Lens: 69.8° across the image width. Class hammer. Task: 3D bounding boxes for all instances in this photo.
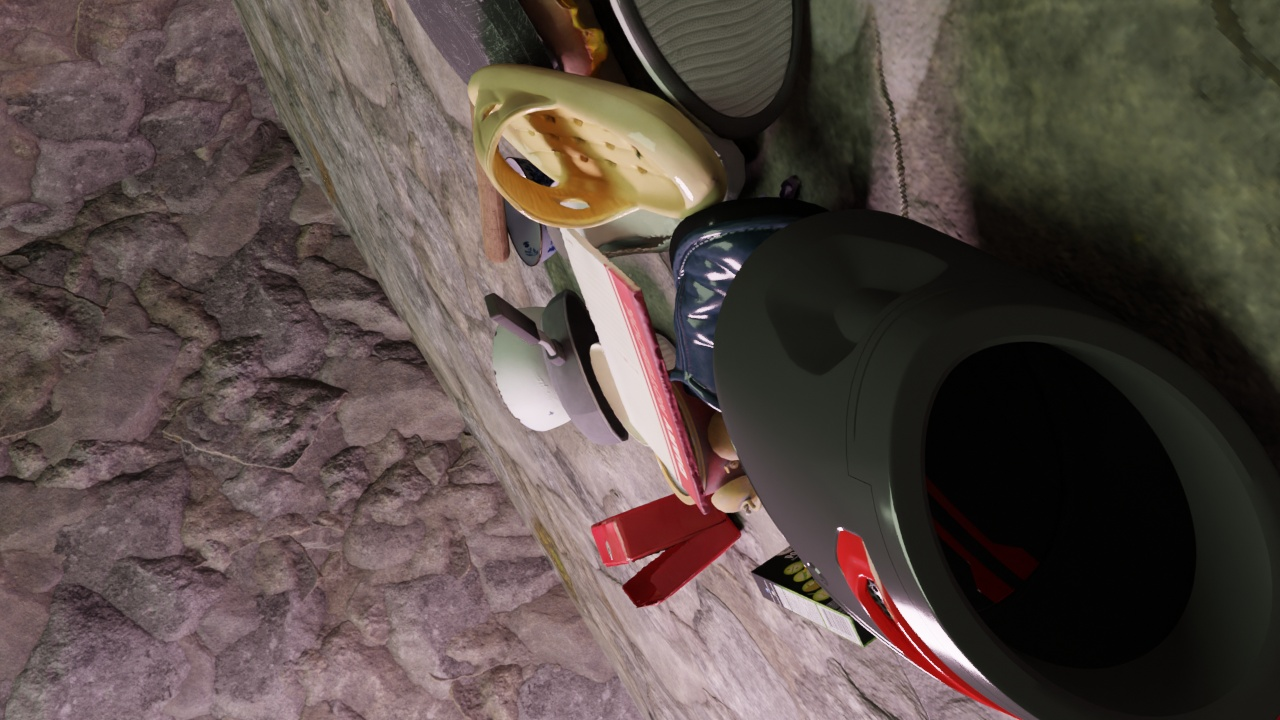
[{"bbox_3d":[-0.156,-0.241,0.909,0.129,0.040,0.322,47,147,45],"label":"hammer"}]

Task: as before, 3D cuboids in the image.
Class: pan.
[{"bbox_3d":[-0.085,-0.007,0.918,0.357,0.041,0.178,42,-152,-72],"label":"pan"},{"bbox_3d":[-0.113,-0.253,0.638,0.207,0.040,0.357,52,172,-14],"label":"pan"}]

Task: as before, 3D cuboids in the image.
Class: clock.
[{"bbox_3d":[0.068,0.062,0.772,0.159,0.081,0.117,-130,28,-53],"label":"clock"}]

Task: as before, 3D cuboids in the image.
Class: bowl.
[{"bbox_3d":[0.006,0.020,0.911,0.115,0.062,0.115,51,160,27],"label":"bowl"},{"bbox_3d":[-0.104,0.004,1.102,0.073,0.153,0.153,-14,109,28],"label":"bowl"},{"bbox_3d":[-0.105,-0.158,0.954,0.114,0.045,0.114,46,145,47],"label":"bowl"}]

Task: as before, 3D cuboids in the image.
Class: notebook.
[{"bbox_3d":[-0.004,0.004,0.717,0.153,0.012,0.209,47,160,55],"label":"notebook"}]

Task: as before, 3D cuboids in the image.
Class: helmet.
[{"bbox_3d":[0.142,0.047,0.414,0.264,0.164,0.170,50,174,2],"label":"helmet"}]

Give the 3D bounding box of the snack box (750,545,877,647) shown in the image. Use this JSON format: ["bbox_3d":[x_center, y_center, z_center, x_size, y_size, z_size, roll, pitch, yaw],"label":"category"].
[{"bbox_3d":[0.154,0.165,0.698,0.025,0.080,0.148,64,162,-8],"label":"snack box"}]

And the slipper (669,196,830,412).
[{"bbox_3d":[0.072,-0.004,0.588,0.266,0.109,0.083,89,180,-65],"label":"slipper"}]

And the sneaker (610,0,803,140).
[{"bbox_3d":[0.002,-0.243,0.491,0.263,0.096,0.128,66,174,-19],"label":"sneaker"}]

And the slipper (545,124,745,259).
[{"bbox_3d":[0.002,-0.121,0.684,0.112,0.074,0.247,55,159,-14],"label":"slipper"}]

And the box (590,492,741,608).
[{"bbox_3d":[0.024,0.196,1.027,0.112,0.134,0.158,57,162,9],"label":"box"}]

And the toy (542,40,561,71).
[{"bbox_3d":[-0.083,-0.248,0.796,0.112,0.030,0.049,118,150,-66],"label":"toy"}]

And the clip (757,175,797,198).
[{"bbox_3d":[0.082,-0.095,0.580,0.014,0.042,0.052,54,148,17],"label":"clip"}]

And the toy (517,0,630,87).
[{"bbox_3d":[-0.056,-0.258,0.622,0.264,0.065,0.196,61,171,-28],"label":"toy"}]

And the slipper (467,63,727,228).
[{"bbox_3d":[-0.046,-0.121,0.576,0.111,0.079,0.262,42,171,-36],"label":"slipper"}]
